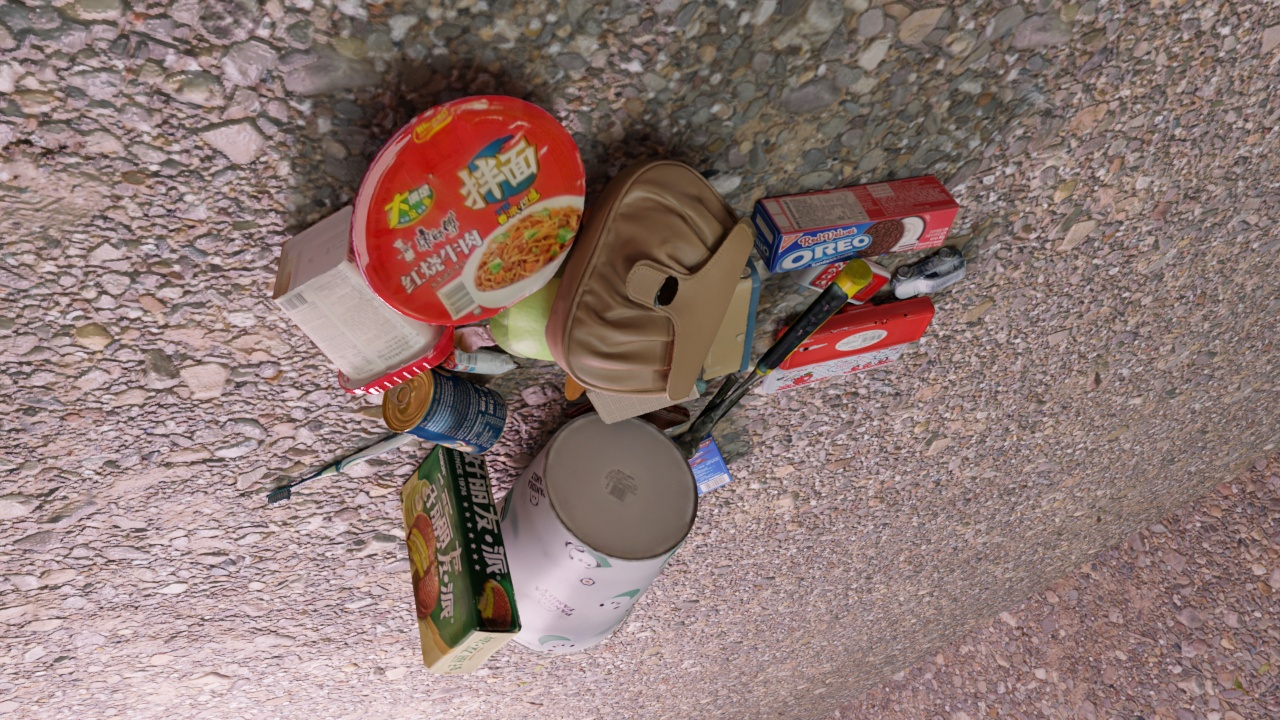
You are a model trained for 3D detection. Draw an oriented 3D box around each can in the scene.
[{"bbox_3d":[-0.202,0.051,0.961,0.075,0.075,0.111,-36,144,22],"label":"can"}]

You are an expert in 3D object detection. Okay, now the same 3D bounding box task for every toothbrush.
[{"bbox_3d":[-0.340,0.123,1.040,0.192,0.018,0.016,-24,146,5],"label":"toothbrush"}]

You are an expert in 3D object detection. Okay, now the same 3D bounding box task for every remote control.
[{"bbox_3d":[0.227,-0.097,1.038,0.135,0.020,0.056,13,135,-41],"label":"remote control"}]

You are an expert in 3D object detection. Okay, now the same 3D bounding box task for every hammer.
[{"bbox_3d":[0.148,-0.004,1.034,0.125,0.032,0.324,-46,177,-46],"label":"hammer"}]

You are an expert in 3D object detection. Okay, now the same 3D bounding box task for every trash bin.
[{"bbox_3d":[-0.065,0.199,1.088,0.229,0.229,0.253,-2,147,-27],"label":"trash bin"}]

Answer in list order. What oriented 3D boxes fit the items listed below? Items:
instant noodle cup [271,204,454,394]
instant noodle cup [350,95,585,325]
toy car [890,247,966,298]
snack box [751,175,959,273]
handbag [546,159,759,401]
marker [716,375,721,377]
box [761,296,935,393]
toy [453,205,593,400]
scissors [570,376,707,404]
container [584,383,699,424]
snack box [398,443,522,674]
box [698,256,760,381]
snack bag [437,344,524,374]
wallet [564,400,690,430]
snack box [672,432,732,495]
[{"bbox_3d":[-0.232,-0.053,0.770,0.117,0.116,0.124,-24,136,15],"label":"instant noodle cup"},{"bbox_3d":[-0.141,-0.124,0.720,0.193,0.066,0.194,-22,134,-25],"label":"instant noodle cup"},{"bbox_3d":[0.341,-0.100,1.086,0.090,0.034,0.043,-23,150,5],"label":"toy car"},{"bbox_3d":[0.216,-0.141,0.936,0.207,0.058,0.057,-10,142,-16],"label":"snack box"},{"bbox_3d":[0.012,-0.064,0.786,0.147,0.100,0.204,20,95,-23],"label":"handbag"},{"bbox_3d":[0.105,-0.024,1.076,0.018,0.022,0.131,0,145,-12],"label":"marker"},{"bbox_3d":[0.258,-0.015,1.155,0.201,0.037,0.158,-13,148,-11],"label":"box"},{"bbox_3d":[-0.062,-0.050,0.874,0.246,0.089,0.227,-1,135,-13],"label":"toy"},{"bbox_3d":[-0.001,0.025,1.079,0.179,0.019,0.140,-4,154,-14],"label":"scissors"},{"bbox_3d":[-0.006,0.006,0.996,0.111,0.090,0.090,-20,147,3],"label":"container"},{"bbox_3d":[-0.211,0.223,1.053,0.063,0.239,0.115,13,135,-38],"label":"snack box"},{"bbox_3d":[0.078,-0.053,0.958,0.059,0.089,0.184,-17,149,-8],"label":"box"},{"bbox_3d":[-0.170,0.000,0.946,0.105,0.026,0.045,9,170,-42],"label":"snack bag"},{"bbox_3d":[-0.016,0.068,1.106,0.101,0.032,0.124,-26,151,35],"label":"wallet"},{"bbox_3d":[0.075,0.148,1.297,0.084,0.026,0.157,-24,147,3],"label":"snack box"}]
